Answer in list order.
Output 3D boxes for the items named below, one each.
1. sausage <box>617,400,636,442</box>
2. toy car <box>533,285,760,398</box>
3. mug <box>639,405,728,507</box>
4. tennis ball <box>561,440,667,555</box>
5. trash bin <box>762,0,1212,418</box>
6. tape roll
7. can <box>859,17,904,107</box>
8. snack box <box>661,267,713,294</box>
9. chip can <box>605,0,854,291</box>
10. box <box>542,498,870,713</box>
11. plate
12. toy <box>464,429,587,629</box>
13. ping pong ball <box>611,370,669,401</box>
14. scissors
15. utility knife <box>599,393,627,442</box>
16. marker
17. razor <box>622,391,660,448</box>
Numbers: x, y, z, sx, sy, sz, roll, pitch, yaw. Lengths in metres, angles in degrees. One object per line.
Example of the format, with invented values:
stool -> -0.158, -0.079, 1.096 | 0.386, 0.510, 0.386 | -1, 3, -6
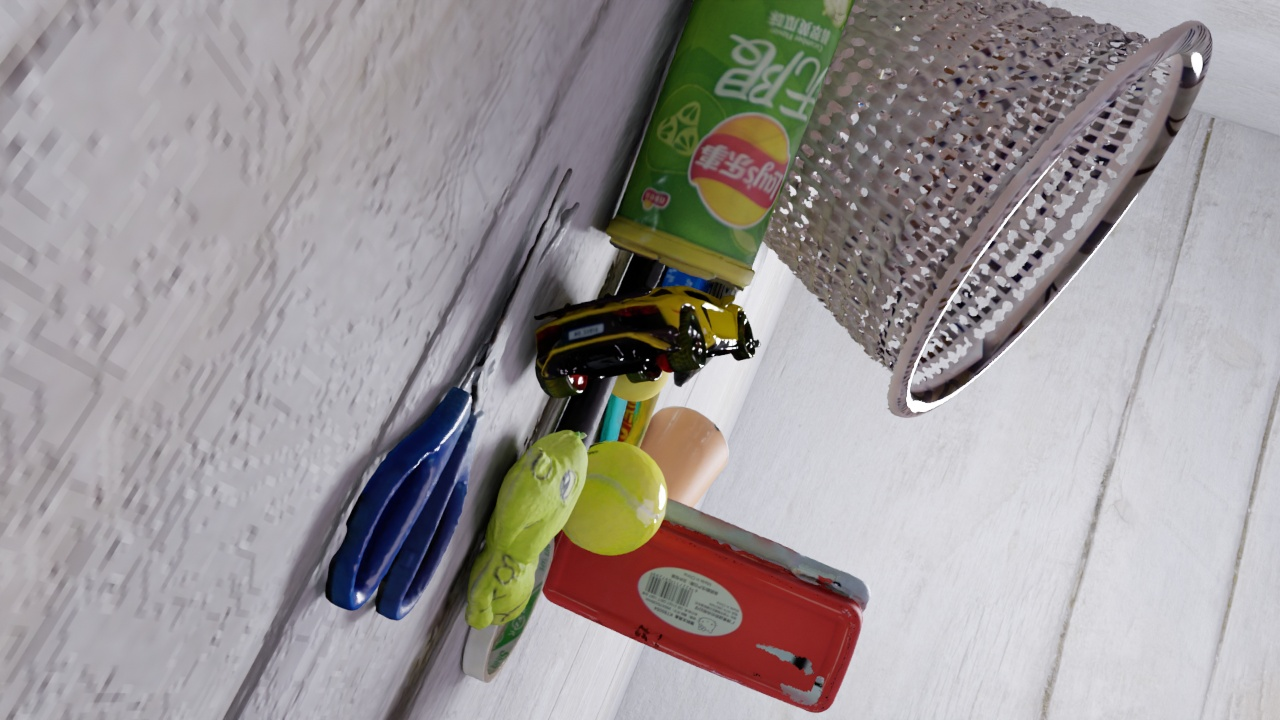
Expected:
sausage -> -0.004, 0.028, 0.627 | 0.021, 0.021, 0.165 | -56, 165, -52
toy car -> 0.006, -0.011, 0.422 | 0.155, 0.071, 0.041 | -3, 82, -67
mug -> 0.016, 0.104, 0.769 | 0.122, 0.078, 0.078 | -50, 161, -46
tennis ball -> -0.017, 0.079, 0.531 | 0.065, 0.065, 0.065 | 23, 89, -81
trash bin -> 0.143, -0.114, 0.496 | 0.227, 0.192, 0.228 | -35, 152, -22
tape roll -> -0.071, 0.134, 0.504 | 0.085, 0.014, 0.086 | 23, 89, -80
can -> 0.153, -0.250, 0.701 | 0.102, 0.083, 0.057 | 93, 20, -62
snack box -> 0.055, -0.108, 0.634 | 0.084, 0.026, 0.157 | -17, 129, -80
chip can -> 0.053, -0.145, 0.407 | 0.072, 0.072, 0.221 | -18, 129, -78
box -> 0.046, 0.145, 0.612 | 0.098, 0.201, 0.095 | 4, 106, -80
plate -> 0.068, -0.061, 0.695 | 0.179, 0.024, 0.179 | -163, -88, -84
toy -> -0.053, 0.077, 0.427 | 0.100, 0.031, 0.097 | -62, 169, -11
ping pong ball -> -0.003, 0.003, 0.516 | 0.040, 0.040, 0.040 | 23, 89, -81
scissors -> -0.058, 0.009, 0.307 | 0.141, 0.012, 0.171 | -37, 146, -74
utility knife -> -0.012, 0.024, 0.593 | 0.029, 0.013, 0.165 | -49, 159, -49
marker -> -0.013, -0.010, 0.488 | 0.020, 0.022, 0.132 | 32, 76, -42
razor -> -0.003, 0.023, 0.563 | 0.043, 0.028, 0.133 | -11, 127, -41
